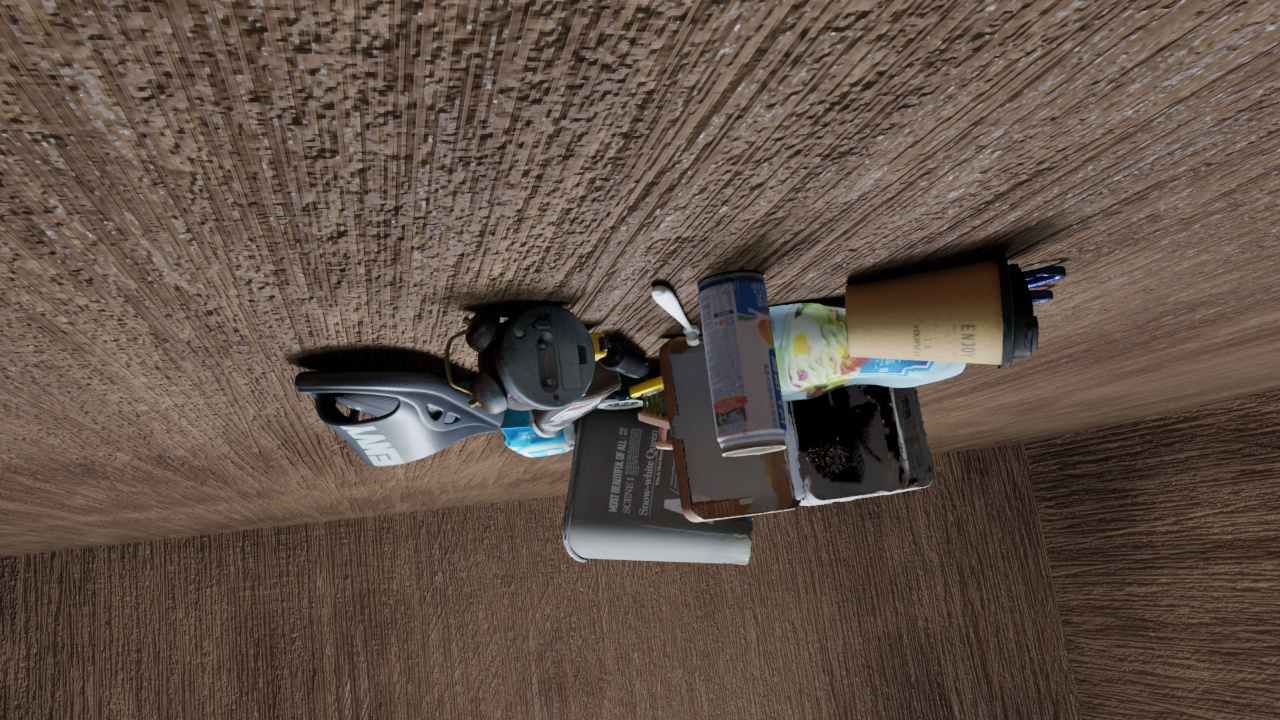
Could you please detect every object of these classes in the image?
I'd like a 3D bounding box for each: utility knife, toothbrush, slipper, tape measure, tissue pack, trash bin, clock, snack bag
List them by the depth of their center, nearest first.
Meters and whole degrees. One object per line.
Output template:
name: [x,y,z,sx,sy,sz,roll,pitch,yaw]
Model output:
clock: [-0.093,0.000,0.712,0.121,0.082,0.055,-2,174,-35]
toothbrush: [0.032,-0.036,0.774,0.016,0.016,0.180,-12,168,10]
tape measure: [-0.065,-0.011,0.806,0.057,0.029,0.060,-3,168,-27]
snack bag: [0.201,-0.015,0.834,0.191,0.110,0.038,-7,-151,5]
slipper: [-0.217,0.062,0.880,0.111,0.083,0.268,-2,168,20]
toothbrush: [-0.006,0.005,0.934,0.027,0.026,0.212,-2,174,12]
utility knife: [0.047,0.016,0.981,0.154,0.015,0.033,-19,175,2]
tape measure: [-0.022,0.036,1.050,0.066,0.033,0.066,-1,169,-21]
trash bin: [0.033,0.159,1.137,0.220,0.198,0.199,5,163,8]
tissue pack: [-0.121,0.085,1.150,0.090,0.063,0.140,-7,169,-1]

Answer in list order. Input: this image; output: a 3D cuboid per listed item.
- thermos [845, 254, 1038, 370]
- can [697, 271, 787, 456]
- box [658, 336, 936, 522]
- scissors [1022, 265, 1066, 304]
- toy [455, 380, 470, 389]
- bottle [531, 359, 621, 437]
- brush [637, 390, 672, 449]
thermos: [0.242,-0.036,0.748,0.143,0.093,0.093,-3,170,16]
can: [0.078,0.004,0.701,0.053,0.134,0.053,-7,169,-1]
box: [0.151,0.059,0.917,0.271,0.177,0.107,-5,168,-18]
scissors: [0.320,-0.060,0.854,0.162,0.012,0.176,1,168,-32]
toy: [-0.144,0.024,0.929,0.096,0.030,0.092,1,166,-7]
bottle: [-0.080,0.045,0.986,0.079,0.044,0.195,-18,169,-23]
brush: [0.072,0.052,1.041,0.145,0.073,0.063,-16,-165,-35]
